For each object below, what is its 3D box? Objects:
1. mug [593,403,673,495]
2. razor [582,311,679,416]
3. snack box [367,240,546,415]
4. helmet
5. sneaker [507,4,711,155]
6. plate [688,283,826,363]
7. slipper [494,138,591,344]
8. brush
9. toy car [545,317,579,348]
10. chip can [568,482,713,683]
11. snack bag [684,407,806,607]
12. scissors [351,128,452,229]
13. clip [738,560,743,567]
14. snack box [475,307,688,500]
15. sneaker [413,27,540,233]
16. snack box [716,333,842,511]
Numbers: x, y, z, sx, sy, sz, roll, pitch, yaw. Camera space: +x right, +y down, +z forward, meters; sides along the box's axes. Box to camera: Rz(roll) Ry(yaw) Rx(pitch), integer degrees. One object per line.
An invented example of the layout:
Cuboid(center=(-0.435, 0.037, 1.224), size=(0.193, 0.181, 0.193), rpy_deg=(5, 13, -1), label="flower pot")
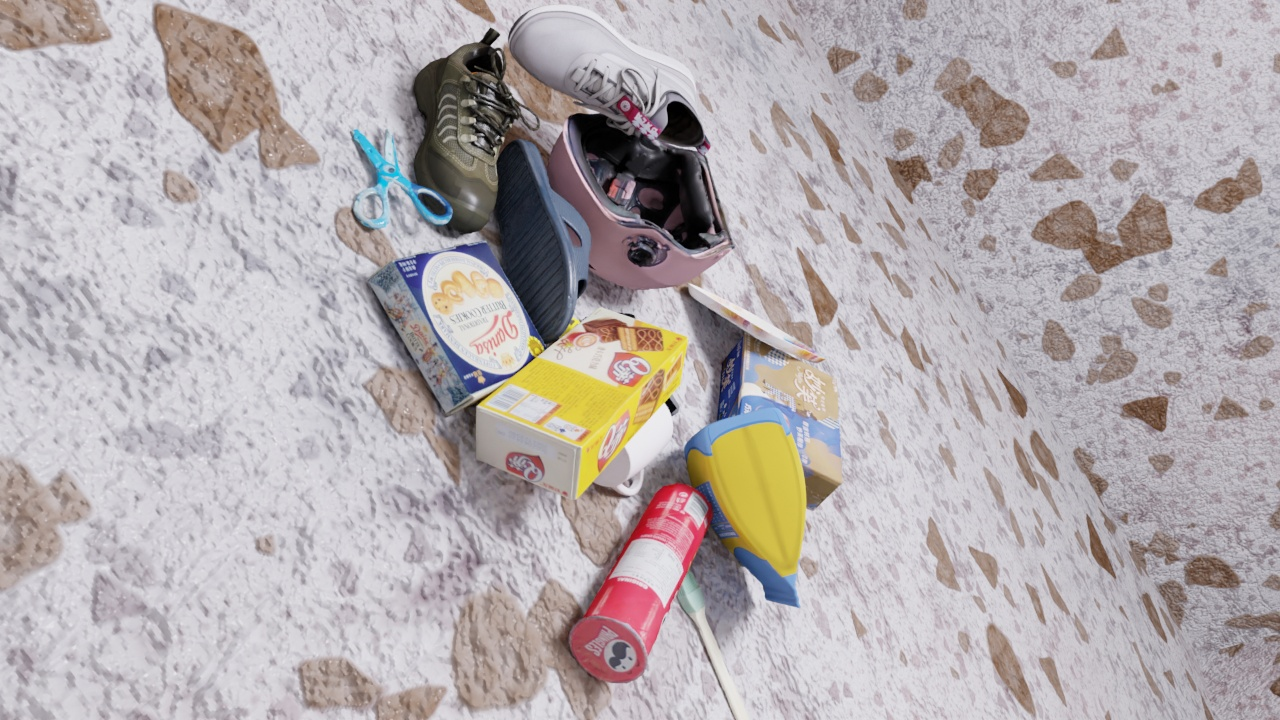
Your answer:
Cuboid(center=(-0.019, 0.096, 0.958), size=(0.087, 0.081, 0.114), rpy_deg=(-42, 130, -54), label="mug")
Cuboid(center=(-0.006, 0.006, 1.068), size=(0.060, 0.057, 0.156), rpy_deg=(-38, 106, -31), label="razor")
Cuboid(center=(-0.166, -0.036, 0.874), size=(0.145, 0.043, 0.144), rpy_deg=(59, 29, 1), label="snack box")
Cuboid(center=(-0.017, -0.187, 1.119), size=(0.255, 0.153, 0.229), rpy_deg=(12, 50, -41), label="helmet")
Cuboid(center=(-0.028, -0.306, 1.033), size=(0.262, 0.097, 0.128), rpy_deg=(12, 41, -39), label="sneaker")
Cuboid(center=(0.164, -0.049, 1.314), size=(0.186, 0.016, 0.187), rpy_deg=(19, 13, -49), label="plate")
Cuboid(center=(-0.096, -0.132, 0.999), size=(0.082, 0.101, 0.263), rpy_deg=(13, 48, -40), label="slipper")
Cuboid(center=(0.081, 0.314, 0.968), size=(0.033, 0.012, 0.217), rpy_deg=(-8, 73, -59), label="brush")
Cuboid(center=(-0.086, -0.013, 0.987), size=(0.049, 0.030, 0.106), rpy_deg=(56, 32, -7), label="toy car")
Cuboid(center=(0.008, 0.206, 0.894), size=(0.073, 0.073, 0.232), rpy_deg=(54, 30, -9), label="chip can")
Cuboid(center=(0.127, 0.168, 1.016), size=(0.159, 0.102, 0.205), rpy_deg=(111, -36, -77), label="snack bag")
Cuboid(center=(-0.234, -0.178, 0.901), size=(0.114, 0.013, 0.140), rpy_deg=(7, 52, -26), label="scissors")
Cuboid(center=(0.139, 0.224, 1.123), size=(0.049, 0.023, 0.078), rpy_deg=(45, 35, -27), label="clip")
Cuboid(center=(-0.049, 0.033, 0.886), size=(0.110, 0.062, 0.229), rpy_deg=(19, 33, 19), label="snack box")
Cuboid(center=(-0.161, -0.253, 0.972), size=(0.101, 0.143, 0.237), rpy_deg=(23, 46, -46), label="sneaker")
Cuboid(center=(0.184, 0.079, 1.223), size=(0.155, 0.069, 0.202), rpy_deg=(26, 39, -12), label="snack box")
